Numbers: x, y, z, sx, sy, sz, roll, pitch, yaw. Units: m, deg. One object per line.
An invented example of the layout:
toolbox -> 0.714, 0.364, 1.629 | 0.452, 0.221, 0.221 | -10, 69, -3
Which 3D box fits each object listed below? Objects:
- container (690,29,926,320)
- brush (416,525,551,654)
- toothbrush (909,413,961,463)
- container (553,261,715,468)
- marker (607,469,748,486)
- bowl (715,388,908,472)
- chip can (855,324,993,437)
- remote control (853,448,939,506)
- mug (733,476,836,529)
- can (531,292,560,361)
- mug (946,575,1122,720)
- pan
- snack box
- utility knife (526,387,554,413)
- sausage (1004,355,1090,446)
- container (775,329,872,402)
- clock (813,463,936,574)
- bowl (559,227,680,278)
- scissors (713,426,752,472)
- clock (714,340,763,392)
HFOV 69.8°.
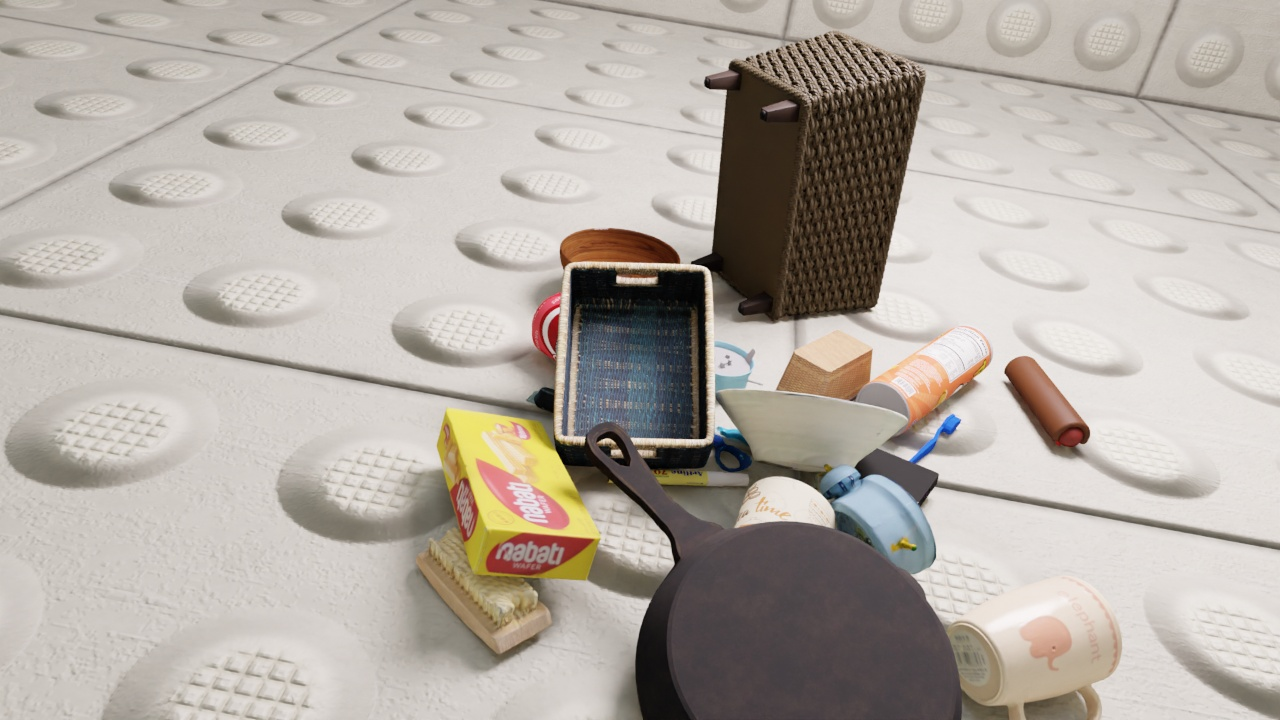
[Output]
container -> 0.190, -0.219, 1.149 | 0.204, 0.322, 0.176 | -15, 39, -24
brush -> -0.121, 0.168, 0.696 | 0.049, 0.039, 0.117 | -21, 38, -37
toothbrush -> 0.286, 0.097, 0.938 | 0.011, 0.017, 0.186 | 29, 39, 29
container -> -0.005, 0.005, 0.869 | 0.145, 0.071, 0.187 | 1, 65, -1
marker -> 0.036, 0.109, 0.855 | 0.132, 0.014, 0.014 | 3, 32, -9
bowl -> 0.152, 0.071, 0.844 | 0.177, 0.057, 0.177 | 9, -9, 1
chip can -> 0.321, 0.019, 1.025 | 0.062, 0.062, 0.209 | 31, 38, 32
remote control -> 0.217, 0.103, 0.897 | 0.133, 0.013, 0.058 | 23, 38, 30
mug -> 0.123, 0.167, 0.740 | 0.122, 0.081, 0.097 | 32, 43, 6
can -> -0.049, -0.016, 0.977 | 0.142, 0.075, 0.074 | 33, 39, 33
mug -> 0.292, 0.226, 0.680 | 0.104, 0.085, 0.111 | -8, 65, -22
pan -> 0.073, 0.163, 0.653 | 0.248, 0.043, 0.356 | -28, 59, -27
snack box -> -0.107, 0.105, 0.754 | 0.092, 0.042, 0.200 | 11, 19, -24
utility knife -> -0.035, 0.057, 0.910 | 0.171, 0.029, 0.020 | 15, 26, 13
sausage -> 0.459, 0.046, 1.039 | 0.040, 0.040, 0.155 | 5, 30, -6
container -> 0.205, 0.014, 1.004 | 0.063, 0.061, 0.113 | 33, 39, 33
clock -> 0.190, 0.138, 0.775 | 0.051, 0.089, 0.124 | -27, 40, -19
bowl -> -0.028, -0.102, 1.128 | 0.147, 0.069, 0.147 | 6, 31, -4
scissors -> 0.065, 0.074, 0.920 | 0.135, 0.016, 0.086 | 20, 35, 21
clock -> 0.068, 0.008, 1.000 | 0.123, 0.042, 0.087 | -2, 33, -19
